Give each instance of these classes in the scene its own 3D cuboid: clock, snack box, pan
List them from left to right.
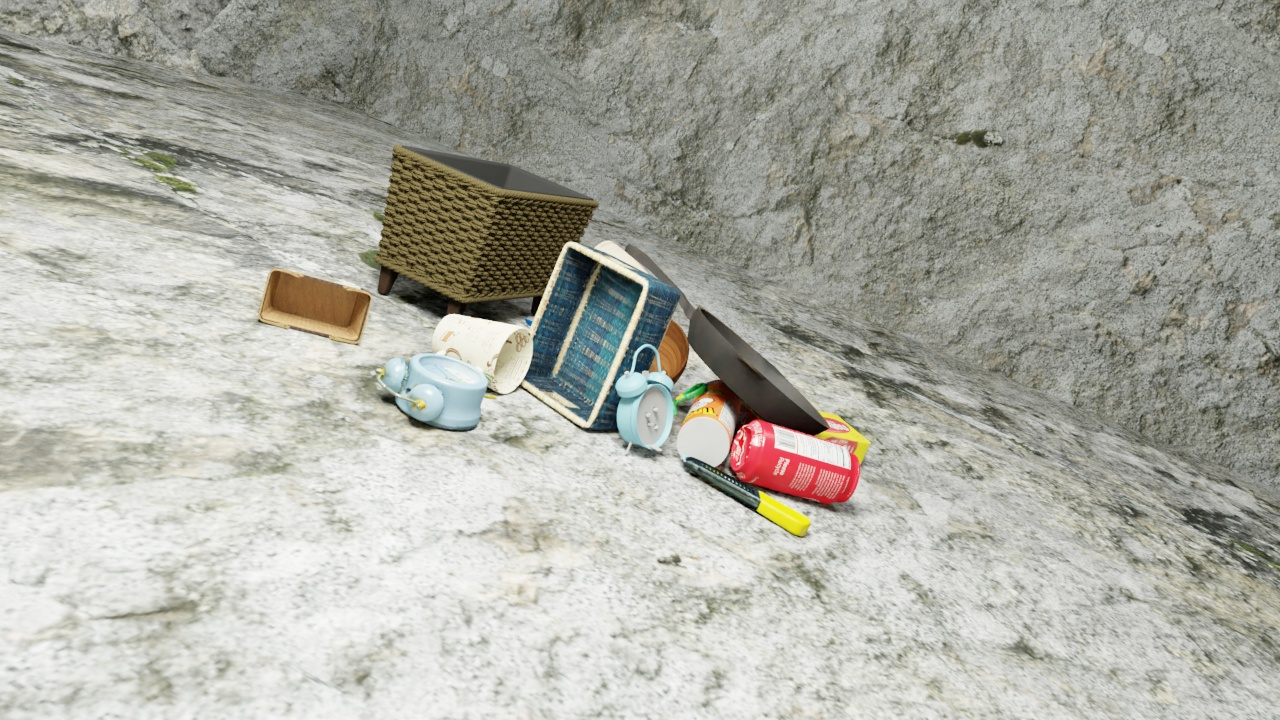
[{"bbox_3d":[-0.210,0.030,0.929,0.089,0.052,0.124,33,18,34],"label":"clock"},{"bbox_3d":[0.008,0.043,1.043,0.042,0.123,0.087,3,2,35],"label":"clock"},{"bbox_3d":[0.100,-0.022,1.195,0.356,0.043,0.248,44,9,11],"label":"pan"},{"bbox_3d":[0.222,0.099,1.304,0.200,0.042,0.092,13,17,-28],"label":"snack box"}]

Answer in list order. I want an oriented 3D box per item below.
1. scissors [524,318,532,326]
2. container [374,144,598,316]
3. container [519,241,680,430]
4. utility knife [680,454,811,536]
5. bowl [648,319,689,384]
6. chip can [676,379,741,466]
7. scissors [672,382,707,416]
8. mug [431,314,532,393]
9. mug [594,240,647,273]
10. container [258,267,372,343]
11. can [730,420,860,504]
[{"bbox_3d":[-0.118,-0.039,1.397,0.134,0.016,0.086,14,16,-33],"label":"scissors"},{"bbox_3d":[-0.230,-0.176,1.353,0.176,0.205,0.320,25,15,17],"label":"container"},{"bbox_3d":[-0.053,-0.029,1.092,0.145,0.187,0.071,31,14,35],"label":"container"},{"bbox_3d":[0.111,0.145,1.020,0.171,0.020,0.028,29,15,26],"label":"utility knife"},{"bbox_3d":[-0.007,0.007,1.230,0.147,0.069,0.147,-3,48,3],"label":"bowl"},{"bbox_3d":[0.090,0.076,1.160,0.062,0.062,0.210,22,14,5],"label":"chip can"},{"bbox_3d":[0.030,0.059,1.173,0.120,0.012,0.128,-14,13,48],"label":"scissors"},{"bbox_3d":[-0.199,-0.003,1.067,0.097,0.081,0.121,19,39,21],"label":"mug"},{"bbox_3d":[-0.030,-0.124,1.490,0.104,0.085,0.111,38,-9,26],"label":"mug"},{"bbox_3d":[-0.371,-0.066,1.050,0.114,0.063,0.061,15,8,-23],"label":"container"},{"bbox_3d":[0.183,0.122,1.093,0.142,0.074,0.074,17,15,-15],"label":"can"}]
